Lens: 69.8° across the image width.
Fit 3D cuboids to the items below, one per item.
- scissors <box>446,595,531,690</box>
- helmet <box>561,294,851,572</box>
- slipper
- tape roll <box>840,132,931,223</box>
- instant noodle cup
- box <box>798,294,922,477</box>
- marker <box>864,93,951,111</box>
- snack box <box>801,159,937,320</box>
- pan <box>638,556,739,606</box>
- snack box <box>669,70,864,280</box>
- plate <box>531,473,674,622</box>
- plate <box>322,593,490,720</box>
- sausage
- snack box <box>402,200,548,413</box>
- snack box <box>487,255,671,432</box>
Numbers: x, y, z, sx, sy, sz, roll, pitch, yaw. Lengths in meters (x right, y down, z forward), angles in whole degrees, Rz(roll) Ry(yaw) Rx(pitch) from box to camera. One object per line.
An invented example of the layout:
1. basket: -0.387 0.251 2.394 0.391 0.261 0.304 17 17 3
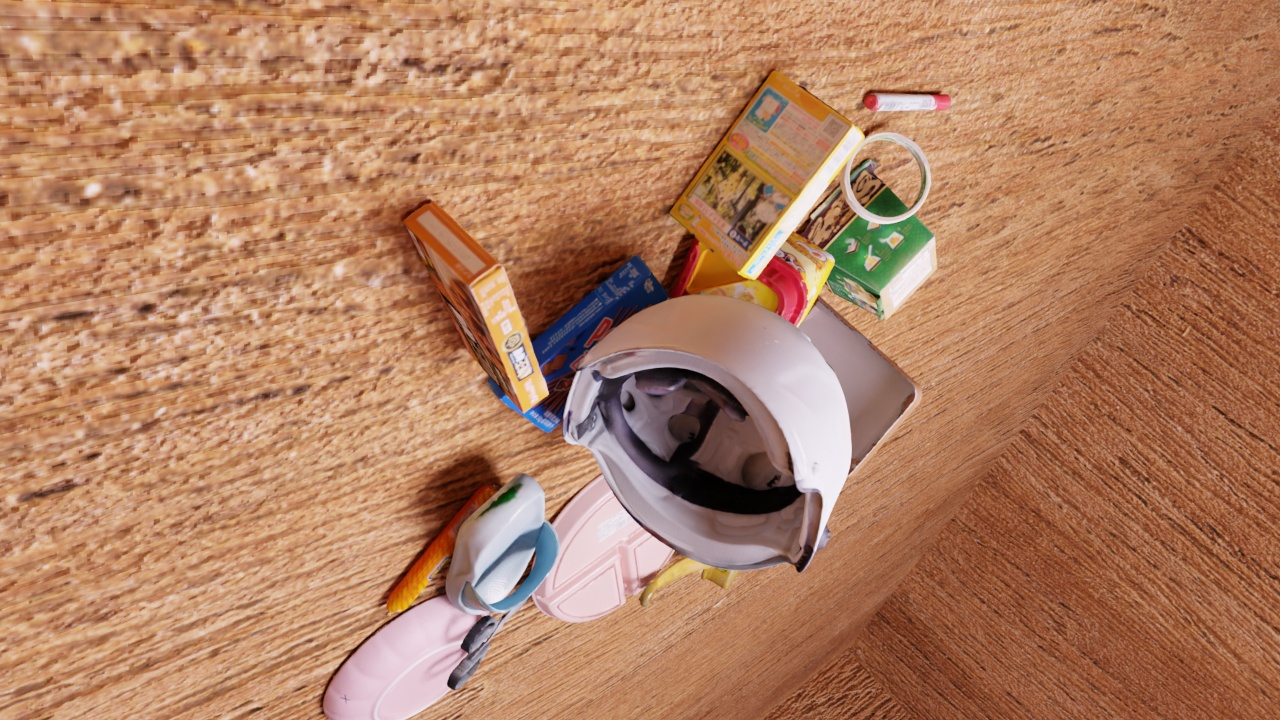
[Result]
1. scissors: -0.153 0.283 0.976 0.164 0.014 0.164 -59 167 -16
2. helmet: 0.065 0.046 0.730 0.145 0.229 0.259 -53 156 -29
3. slipper: -0.119 0.179 0.844 0.103 0.074 0.246 -41 166 -29
4. tape roll: 0.235 -0.175 0.878 0.085 0.086 0.014 -44 -175 -3
5. instant noodle cup: 0.106 -0.065 0.825 0.123 0.116 0.116 -31 151 -48
6. box: 0.149 0.072 0.988 0.269 0.179 0.136 -41 152 -6
7. marker: 0.257 -0.247 0.877 0.145 0.017 0.017 -15 140 -44
8. snack box: 0.239 -0.113 0.939 0.117 0.105 0.118 -46 154 0
9. pan: 0.103 0.245 1.225 0.356 0.078 0.198 -36 152 -59
10. snack box: 0.096 -0.144 0.718 0.140 0.087 0.033 -52 152 12
11. plate: -0.026 0.210 1.054 0.229 0.028 0.230 -27 136 -30
12. plate: -0.230 0.319 0.950 0.192 0.039 0.193 -33 150 -22
13. sausage: -0.182 0.173 0.837 0.165 0.021 0.021 -50 153 9
14. snack box: -0.104 -0.031 0.606 0.026 0.075 0.154 -38 152 -16
15. snack box: -0.042 -0.011 0.754 0.157 0.026 0.084 -40 149 2
